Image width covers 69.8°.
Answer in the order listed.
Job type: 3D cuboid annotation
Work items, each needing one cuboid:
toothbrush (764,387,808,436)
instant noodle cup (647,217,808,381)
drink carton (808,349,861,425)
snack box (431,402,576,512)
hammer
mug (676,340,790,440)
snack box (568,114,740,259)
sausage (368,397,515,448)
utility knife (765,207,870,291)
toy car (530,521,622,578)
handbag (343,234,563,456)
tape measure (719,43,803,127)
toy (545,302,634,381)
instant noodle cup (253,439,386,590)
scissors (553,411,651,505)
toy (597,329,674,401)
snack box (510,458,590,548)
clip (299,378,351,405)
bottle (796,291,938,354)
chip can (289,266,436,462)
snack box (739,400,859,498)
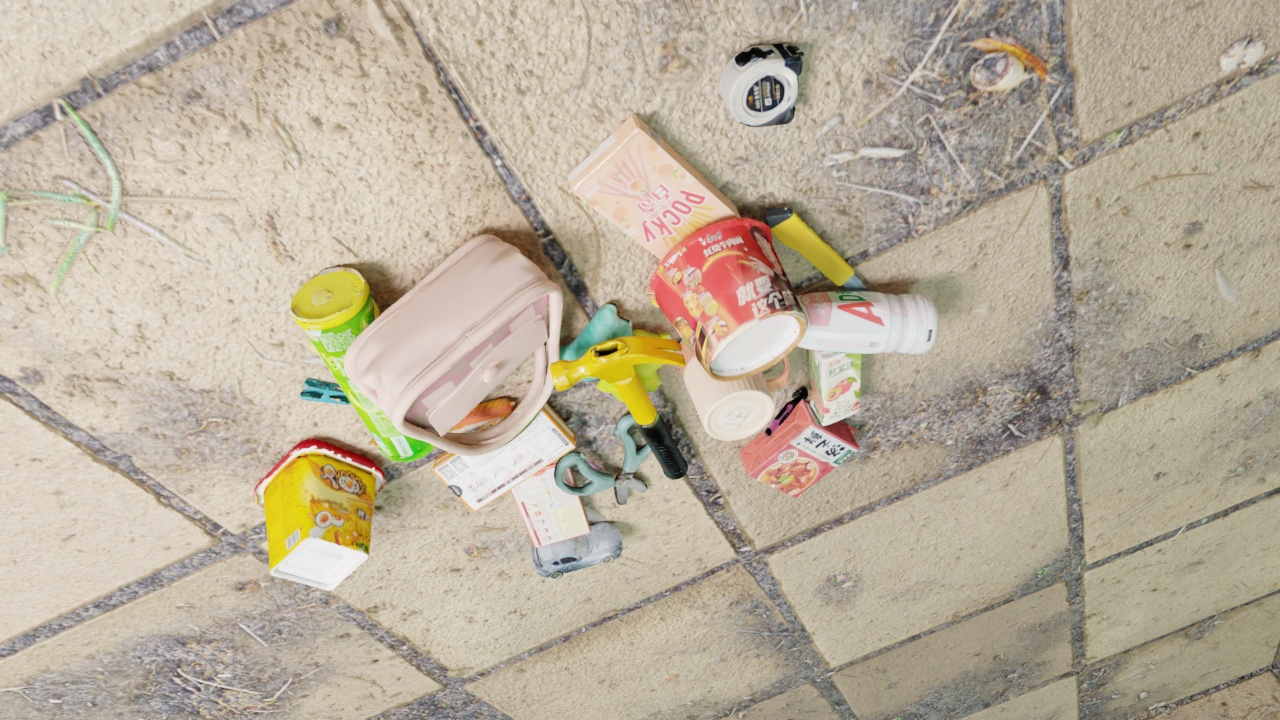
[{"bbox_3d":[0.163,0.058,1.038,0.018,0.014,0.188,-25,-178,26],"label":"toothbrush"},{"bbox_3d":[0.092,-0.054,0.892,0.137,0.108,0.138,-21,152,-12],"label":"instant noodle cup"},{"bbox_3d":[0.228,0.018,1.080,0.053,0.045,0.123,-21,138,-6],"label":"drink carton"},{"bbox_3d":[-0.154,0.106,1.039,0.154,0.026,0.075,-33,113,15],"label":"snack box"},{"bbox_3d":[0.007,0.061,1.013,0.129,0.032,0.301,-18,147,6],"label":"hammer"},{"bbox_3d":[0.107,0.019,0.997,0.114,0.105,0.082,-16,137,-2],"label":"mug"},{"bbox_3d":[0.016,-0.150,0.854,0.085,0.026,0.157,-39,133,21],"label":"snack box"},{"bbox_3d":[-0.216,0.068,1.001,0.165,0.021,0.021,-15,137,-4],"label":"sausage"},{"bbox_3d":[0.195,-0.105,0.967,0.033,0.015,0.216,-24,142,32],"label":"utility knife"},{"bbox_3d":[-0.083,0.246,1.201,0.120,0.054,0.037,-14,138,-5],"label":"toy car"},{"bbox_3d":[-0.155,0.012,0.889,0.193,0.093,0.234,-41,152,-14],"label":"handbag"},{"bbox_3d":[0.103,-0.237,0.791,0.066,0.033,0.066,-8,134,-14],"label":"tape measure"},{"bbox_3d":[-0.040,-0.015,0.958,0.096,0.030,0.092,36,111,-6],"label":"toy"},{"bbox_3d":[-0.344,0.169,0.986,0.116,0.123,0.116,-41,132,22],"label":"instant noodle cup"},{"bbox_3d":[-0.044,0.136,1.109,0.170,0.019,0.177,-21,140,-21],"label":"scissors"},{"bbox_3d":[-0.006,0.006,1.002,0.097,0.031,0.100,-19,137,3],"label":"toy"},{"bbox_3d":[-0.113,0.174,1.138,0.077,0.027,0.156,-15,137,-4],"label":"snack box"},{"bbox_3d":[-0.318,0.034,0.938,0.057,0.014,0.047,11,128,-25],"label":"clip"},{"bbox_3d":[0.218,-0.042,0.996,0.197,0.068,0.068,1,134,-6],"label":"bottle"},{"bbox_3d":[-0.259,0.013,0.895,0.072,0.072,0.221,-17,136,-2],"label":"chip can"},{"bbox_3d":[0.211,0.119,1.178,0.127,0.044,0.113,26,121,-37],"label":"snack box"}]
